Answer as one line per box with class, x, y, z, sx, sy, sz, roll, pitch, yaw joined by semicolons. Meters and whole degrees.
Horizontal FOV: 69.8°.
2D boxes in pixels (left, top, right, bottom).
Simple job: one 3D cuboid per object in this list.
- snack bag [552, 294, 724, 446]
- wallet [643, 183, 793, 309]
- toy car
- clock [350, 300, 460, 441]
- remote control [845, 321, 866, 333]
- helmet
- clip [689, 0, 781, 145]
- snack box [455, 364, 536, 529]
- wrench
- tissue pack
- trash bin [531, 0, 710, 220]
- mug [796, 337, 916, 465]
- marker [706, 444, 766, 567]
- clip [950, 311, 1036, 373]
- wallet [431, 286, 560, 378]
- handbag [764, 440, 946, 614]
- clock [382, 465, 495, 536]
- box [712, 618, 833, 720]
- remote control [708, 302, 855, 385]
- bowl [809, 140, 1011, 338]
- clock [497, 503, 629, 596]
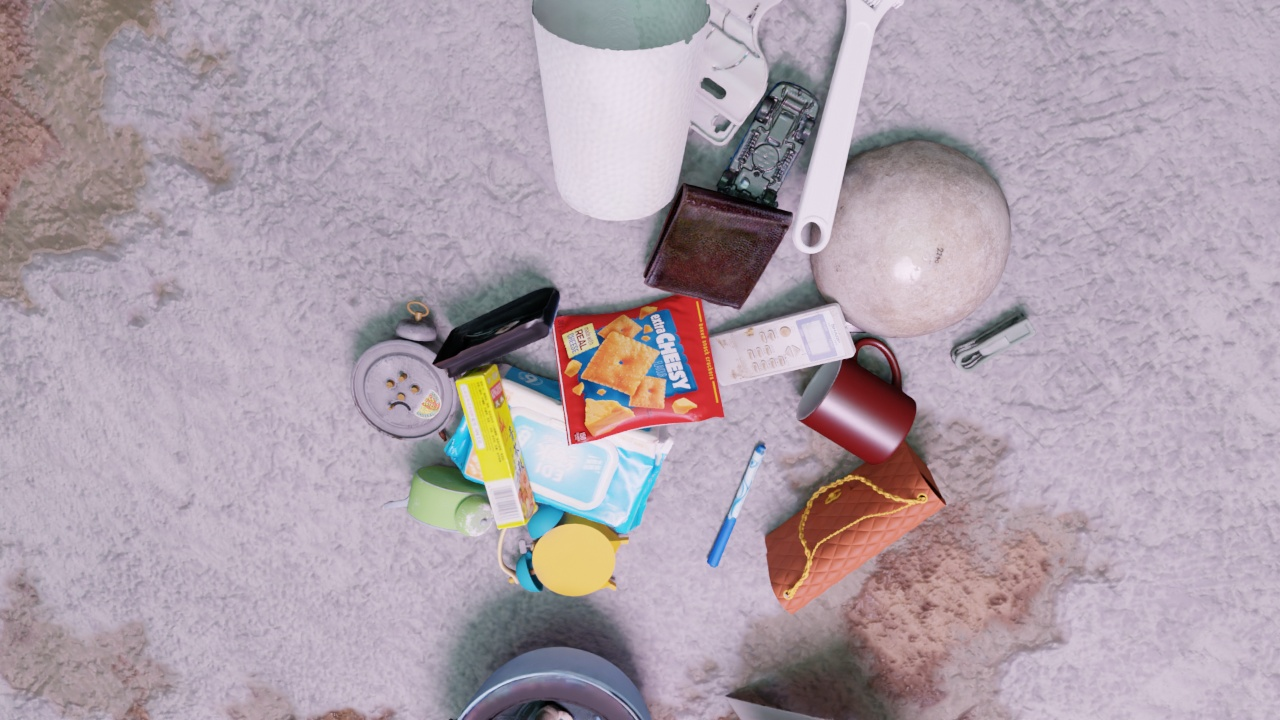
snack bag;-0.005;0.005;0.849;0.144;0.039;0.130;-11;70;5
wallet;0.065;-0.099;0.809;0.099;0.031;0.120;14;139;-10
toy car;0.112;-0.181;0.799;0.056;0.043;0.120;27;106;-4
clock;-0.222;0.011;0.886;0.104;0.056;0.148;12;110;1
remote control;0.197;-0.093;0.838;0.030;0.009;0.140;2;108;5
helmet;-0.089;0.400;0.939;0.225;0.166;0.266;13;110;-1
clip;0.061;-0.270;0.771;0.124;0.075;0.144;34;118;-9
snack box;-0.132;0.080;0.844;0.029;0.040;0.148;-11;103;12
wrench;0.170;-0.224;0.763;0.066;0.018;0.273;10;97;-16
tissue pack;-0.082;0.083;0.893;0.209;0.066;0.117;21;108;1
trash bin;-0.017;-0.208;0.737;0.133;0.133;0.162;7;137;3
mug;0.207;0.032;0.852;0.082;0.073;0.105;31;78;-5
marker;0.096;0.147;0.923;0.013;0.013;0.142;20;108;-1
clip;0.322;-0.015;0.842;0.076;0.045;0.023;-33;100;16
wallet;-0.129;-0.025;0.848;0.115;0.089;0.026;-22;111;13
handbag;0.195;0.153;0.865;0.172;0.108;0.060;-41;100;15
clock;-0.181;0.138;0.906;0.119;0.094;0.042;16;98;6
box;0.166;0.431;0.943;0.172;0.380;0.167;-33;102;-3
remote control;0.126;-0.013;0.844;0.136;0.011;0.050;-14;107;31
bowl;0.240;-0.095;0.789;0.178;0.081;0.178;0;110;0
clock;-0.081;0.196;0.941;0.129;0.043;0.099;13;109;-6
